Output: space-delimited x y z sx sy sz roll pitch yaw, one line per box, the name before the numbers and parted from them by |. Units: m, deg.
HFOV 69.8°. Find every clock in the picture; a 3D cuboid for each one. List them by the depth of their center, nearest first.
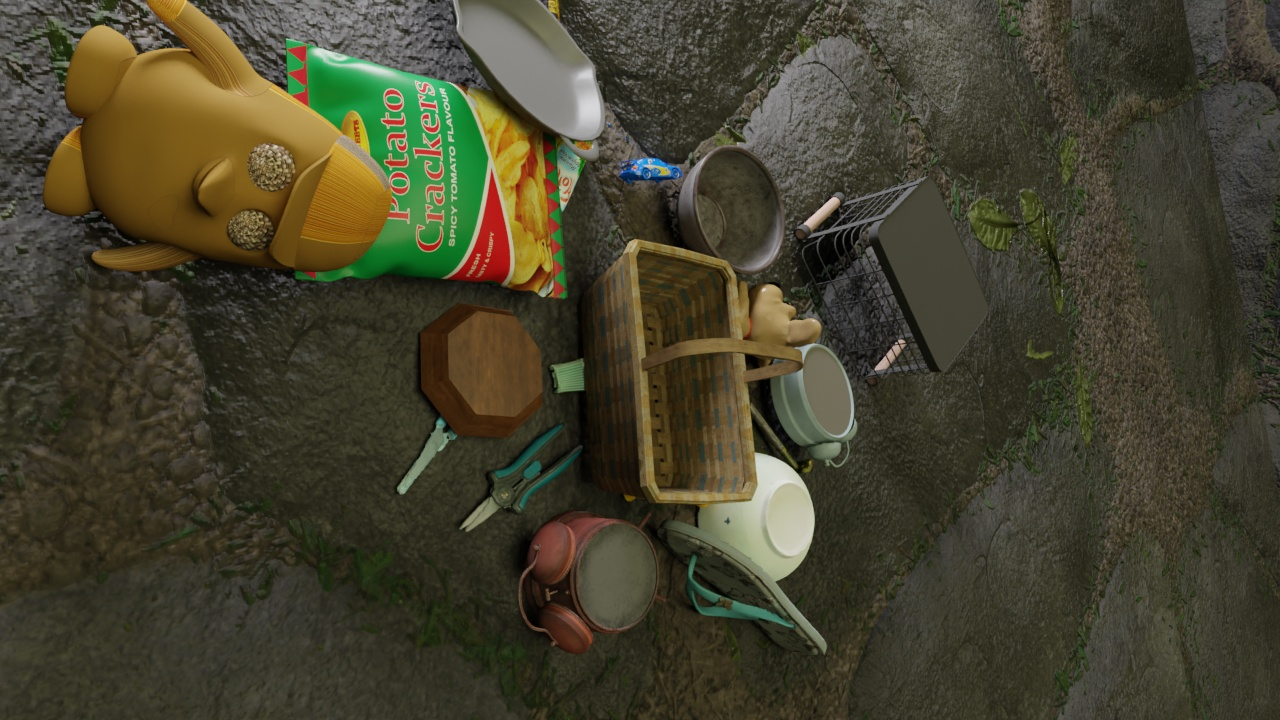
clock | -0.053 0.204 0.858 0.157 0.072 0.120 -10 90 -42
clock | 0.214 0.053 1.108 0.122 0.045 0.159 -34 101 -51

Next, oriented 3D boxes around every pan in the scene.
pan | -0.136 -0.336 0.856 0.216 0.024 0.354 -19 81 -61

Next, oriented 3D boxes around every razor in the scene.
razor | 0.157 0.092 1.082 0.106 0.043 0.026 52 57 -10

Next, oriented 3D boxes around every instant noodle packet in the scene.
instant noodle packet | -0.175 -0.156 0.794 0.252 0.091 0.195 1 80 -39

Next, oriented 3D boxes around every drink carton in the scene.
drink carton | -0.079 -0.202 0.917 0.044 0.039 0.128 35 62 -31

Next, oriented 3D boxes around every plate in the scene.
plate | -0.137 0.006 0.835 0.131 0.025 0.131 13 68 -36

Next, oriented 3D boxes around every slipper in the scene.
slipper | 0.112 0.260 0.973 0.269 0.098 0.054 45 57 -28

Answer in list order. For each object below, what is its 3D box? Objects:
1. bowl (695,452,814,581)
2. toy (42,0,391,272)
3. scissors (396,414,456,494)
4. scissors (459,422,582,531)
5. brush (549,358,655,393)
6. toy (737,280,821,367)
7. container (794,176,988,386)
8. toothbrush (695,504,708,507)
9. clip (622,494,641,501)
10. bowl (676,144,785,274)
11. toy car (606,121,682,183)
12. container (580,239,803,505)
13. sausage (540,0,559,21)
bowl | 0.141 0.177 1.027 0.153 0.073 0.153 8 78 -41
toy | -0.278 -0.127 0.635 0.203 0.162 0.199 20 111 -16
scissors | -0.176 0.062 0.813 0.063 0.015 0.138 52 50 -25
scissors | -0.113 0.105 0.857 0.129 0.019 0.137 14 67 -29
brush | -0.006 0.006 0.968 0.217 0.012 0.033 -9 89 -42
toy | 0.124 -0.045 1.031 0.108 0.134 0.105 15 69 -17
container | 0.324 -0.101 1.184 0.162 0.131 0.241 -42 110 -36
toothbrush | 0.076 0.066 1.019 0.030 0.031 0.196 27 62 -44
clip | -0.011 0.122 0.947 0.052 0.039 0.047 -3 81 -42
bowl | 0.091 -0.163 1.037 0.144 0.067 0.145 7 79 -40
toy car | 0.003 -0.224 0.991 0.091 0.033 0.062 -11 97 -41
container | 0.051 0.012 0.878 0.157 0.187 0.249 7 73 -42
sausage | -0.093 -0.366 0.941 0.020 0.020 0.155 0 84 -40
